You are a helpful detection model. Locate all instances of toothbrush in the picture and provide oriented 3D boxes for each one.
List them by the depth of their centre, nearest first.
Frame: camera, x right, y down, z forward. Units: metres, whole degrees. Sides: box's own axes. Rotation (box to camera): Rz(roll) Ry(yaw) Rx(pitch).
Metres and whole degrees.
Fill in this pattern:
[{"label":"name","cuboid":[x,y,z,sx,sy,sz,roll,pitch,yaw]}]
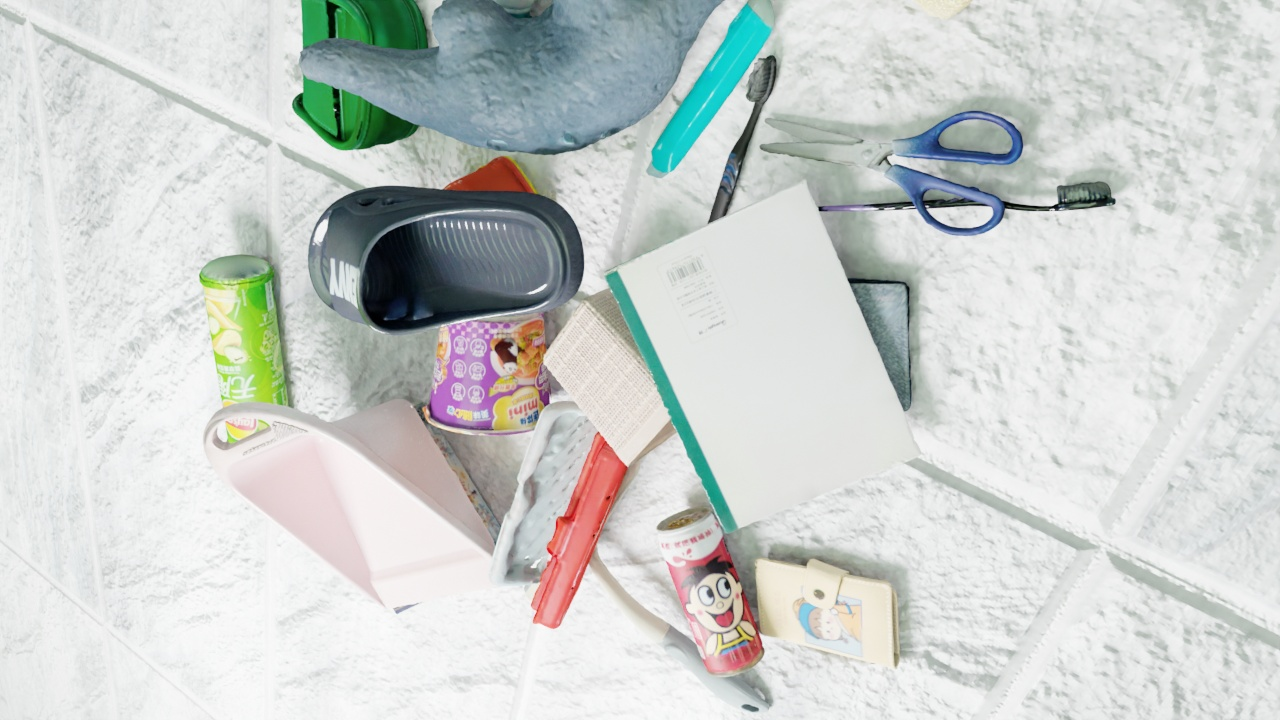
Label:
[{"label":"toothbrush","cuboid":[0.195,-0.101,0.581,0.189,0.014,0.017,4,105,32]},{"label":"toothbrush","cuboid":[0.061,-0.125,0.656,0.014,0.016,0.190,39,129,29]}]

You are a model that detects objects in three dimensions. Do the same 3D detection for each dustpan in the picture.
[{"label":"dustpan","cuboid":[-0.281,0.147,0.865,0.223,0.138,0.273,-23,95,36]}]

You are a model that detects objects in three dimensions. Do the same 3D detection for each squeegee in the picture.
[{"label":"squeegee","cuboid":[0.017,0.239,0.834,0.246,0.039,0.247,43,127,9]}]

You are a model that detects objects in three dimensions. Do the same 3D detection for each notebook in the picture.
[{"label":"notebook","cuboid":[0.085,0.003,0.631,0.150,0.012,0.209,-24,102,6]}]

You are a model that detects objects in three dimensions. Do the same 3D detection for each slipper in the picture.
[{"label":"slipper","cuboid":[-0.170,-0.074,0.685,0.269,0.083,0.111,1,110,31]}]

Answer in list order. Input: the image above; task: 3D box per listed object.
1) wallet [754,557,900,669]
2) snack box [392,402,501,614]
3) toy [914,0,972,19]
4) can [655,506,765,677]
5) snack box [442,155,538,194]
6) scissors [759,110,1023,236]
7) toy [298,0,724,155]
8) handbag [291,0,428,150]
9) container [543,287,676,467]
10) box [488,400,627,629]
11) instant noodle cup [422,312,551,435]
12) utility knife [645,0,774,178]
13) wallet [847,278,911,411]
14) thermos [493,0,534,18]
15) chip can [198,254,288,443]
[{"label":"wallet","cuboid":[0.150,0.199,0.741,0.115,0.024,0.087,7,119,32]},{"label":"snack box","cuboid":[-0.243,0.159,0.961,0.178,0.045,0.182,-31,92,38]},{"label":"toy","cuboid":[0.131,-0.258,0.518,0.157,0.066,0.105,38,119,-3]},{"label":"can","cuboid":[0.058,0.193,0.771,0.053,0.053,0.133,-16,97,37]},{"label":"snack box","cuboid":[-0.132,-0.110,0.746,0.091,0.079,0.082,-33,92,38]},{"label":"scissors","cuboid":[0.153,-0.120,0.589,0.174,0.012,0.128,-13,88,32]},{"label":"toy","cuboid":[-0.053,-0.211,0.623,0.357,0.091,0.138,-15,127,17]},{"label":"handbag","cuboid":[-0.241,-0.250,0.768,0.120,0.067,0.132,33,126,26]},{"label":"container","cuboid":[-0.004,0.004,0.712,0.111,0.090,0.090,47,128,11]},{"label":"box","cuboid":[-0.073,0.125,0.795,0.091,0.094,0.202,23,115,5]},{"label":"instant noodle cup","cuboid":[-0.126,0.001,0.781,0.112,0.111,0.099,14,110,27]},{"label":"utility knife","cuboid":[0.046,-0.186,0.640,0.029,0.013,0.162,48,131,9]},{"label":"wallet","cuboid":[0.133,-0.013,0.659,0.121,0.019,0.097,5,116,30]},{"label":"thermos","cuboid":[-0.084,-0.319,0.631,0.073,0.073,0.225,34,126,16]},{"label":"chip can","cuboid":[-0.422,-0.003,0.987,0.073,0.072,0.222,17,119,26]}]
